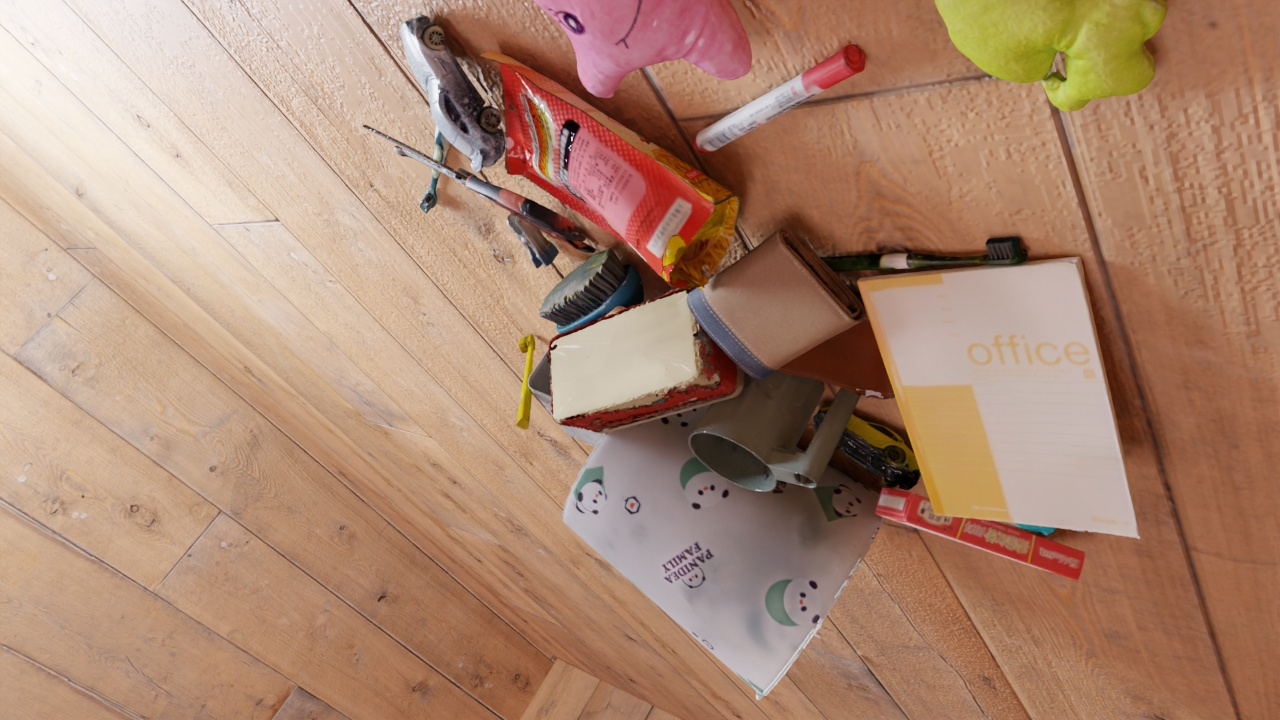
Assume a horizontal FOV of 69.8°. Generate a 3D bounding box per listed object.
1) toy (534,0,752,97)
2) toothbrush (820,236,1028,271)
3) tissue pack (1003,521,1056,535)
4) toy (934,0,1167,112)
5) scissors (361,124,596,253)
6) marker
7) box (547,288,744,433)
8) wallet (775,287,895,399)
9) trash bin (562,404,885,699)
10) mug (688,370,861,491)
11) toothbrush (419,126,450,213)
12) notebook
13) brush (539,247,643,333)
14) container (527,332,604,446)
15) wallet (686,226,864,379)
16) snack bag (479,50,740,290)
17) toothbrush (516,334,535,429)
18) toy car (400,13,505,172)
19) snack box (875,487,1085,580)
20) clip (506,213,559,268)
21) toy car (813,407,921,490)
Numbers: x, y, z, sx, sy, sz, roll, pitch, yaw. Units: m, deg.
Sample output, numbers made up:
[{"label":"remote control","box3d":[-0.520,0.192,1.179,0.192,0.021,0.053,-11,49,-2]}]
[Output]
[{"label":"toy","box3d":[-0.025,-0.216,0.493,0.179,0.074,0.195,16,151,16]},{"label":"toothbrush","box3d":[0.165,-0.068,0.610,0.186,0.012,0.017,3,136,49]},{"label":"tissue pack","box3d":[0.272,0.071,0.687,0.093,0.050,0.133,18,151,32]},{"label":"toy","box3d":[0.180,-0.152,0.414,0.100,0.031,0.097,18,153,31]},{"label":"scissors","box3d":[-0.127,-0.140,0.764,0.226,0.015,0.189,26,-177,-26]},{"label":"marker","box3d":[0.078,-0.154,0.554,0.017,0.017,0.145,43,154,-19]},{"label":"box","box3d":[-0.005,0.004,0.778,0.169,0.091,0.078,-19,159,36]},{"label":"wallet","box3d":[0.143,-0.020,0.703,0.125,0.032,0.101,16,148,32]},{"label":"trash bin","box3d":[0.077,0.157,0.898,0.252,0.229,0.230,34,157,14]},{"label":"mug","box3d":[0.117,0.050,0.777,0.124,0.103,0.084,10,146,41]},{"label":"toothbrush","box3d":[-0.185,-0.179,0.829,0.016,0.018,0.192,35,156,-5]},{"label":"notebook","box3d":[0.239,0.029,0.614,0.146,0.010,0.206,-1,122,43]},{"label":"brush","box3d":[-0.039,-0.052,0.839,0.073,0.055,0.144,38,155,-17]},{"label":"container","box3d":[-0.047,0.035,0.970,0.090,0.090,0.114,21,156,28]},{"label":"wallet","box3d":[0.096,-0.040,0.672,0.090,0.033,0.116,47,143,-6]},{"label":"snack bag","box3d":[-0.030,-0.135,0.670,0.208,0.073,0.129,37,158,21]},{"label":"toothbrush","box3d":[-0.123,0.019,0.969,0.189,0.016,0.016,-99,-9,-62]},{"label":"toy car","box3d":[-0.143,-0.199,0.689,0.120,0.036,0.054,59,162,-7]},{"label":"snack box","box3d":[0.281,0.144,0.768,0.153,0.025,0.075,19,174,-2]},{"label":"clip","box3d":[-0.101,-0.112,0.842,0.036,0.025,0.058,-5,130,45]},{"label":"toy car","box3d":[0.200,0.072,0.801,0.105,0.032,0.048,32,157,25]}]
